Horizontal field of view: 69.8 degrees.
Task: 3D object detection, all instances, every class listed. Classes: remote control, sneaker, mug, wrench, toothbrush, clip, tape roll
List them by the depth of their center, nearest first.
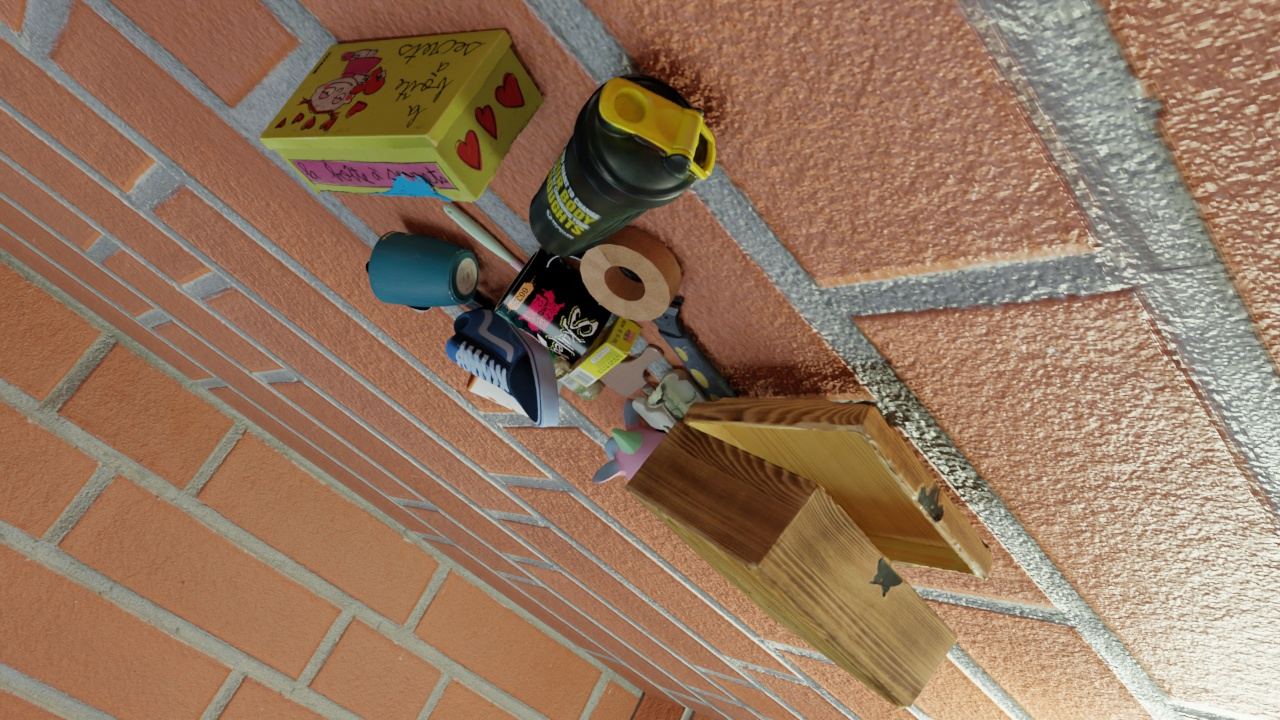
[{"bbox_3d":[-0.009,-0.081,0.871,0.094,0.027,0.094,19,142,16],"label":"tape roll"},{"bbox_3d":[-0.079,-0.067,0.955,0.098,0.081,0.118,35,128,-12],"label":"mug"},{"bbox_3d":[0.052,-0.007,0.977,0.073,0.022,0.273,5,145,42],"label":"wrench"},{"bbox_3d":[-0.152,-0.118,0.998,0.022,0.015,0.154,-37,117,27],"label":"toothbrush"},{"bbox_3d":[-0.160,0.009,1.024,0.241,0.098,0.083,-131,37,-55],"label":"sneaker"},{"bbox_3d":[-0.239,-0.096,1.064,0.104,0.084,0.112,8,162,23],"label":"mug"},{"bbox_3d":[0.058,0.060,1.074,0.126,0.101,0.152,48,-178,-31],"label":"clip"},{"bbox_3d":[-0.188,-0.061,1.148,0.136,0.015,0.032,33,156,-14],"label":"remote control"},{"bbox_3d":[-0.159,0.021,1.180,0.105,0.082,0.082,26,157,-13],"label":"mug"}]

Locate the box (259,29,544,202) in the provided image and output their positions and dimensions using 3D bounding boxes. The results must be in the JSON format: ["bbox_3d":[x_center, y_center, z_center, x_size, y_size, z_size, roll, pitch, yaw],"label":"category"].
[{"bbox_3d":[-0.199,-0.202,0.762,0.221,0.124,0.079,11,152,39],"label":"box"}]

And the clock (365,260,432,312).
[{"bbox_3d":[-0.299,-0.102,1.168,0.094,0.035,0.123,30,157,0],"label":"clock"}]

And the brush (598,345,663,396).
[{"bbox_3d":[-0.006,0.006,1.084,0.050,0.015,0.136,35,150,-10],"label":"brush"}]

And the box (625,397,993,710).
[{"bbox_3d":[0.169,0.167,0.940,0.279,0.192,0.252,44,167,-30],"label":"box"}]

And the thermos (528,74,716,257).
[{"bbox_3d":[-0.024,-0.144,0.721,0.098,0.098,0.221,35,159,-12],"label":"thermos"}]

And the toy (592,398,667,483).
[{"bbox_3d":[0.037,0.152,1.209,0.171,0.120,0.222,17,158,14],"label":"toy"}]

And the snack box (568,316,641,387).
[{"bbox_3d":[-0.043,-0.008,1.060,0.029,0.040,0.148,33,156,-10],"label":"snack box"}]

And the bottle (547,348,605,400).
[{"bbox_3d":[-0.094,0.006,1.141,0.111,0.043,0.043,38,155,-22],"label":"bottle"}]
